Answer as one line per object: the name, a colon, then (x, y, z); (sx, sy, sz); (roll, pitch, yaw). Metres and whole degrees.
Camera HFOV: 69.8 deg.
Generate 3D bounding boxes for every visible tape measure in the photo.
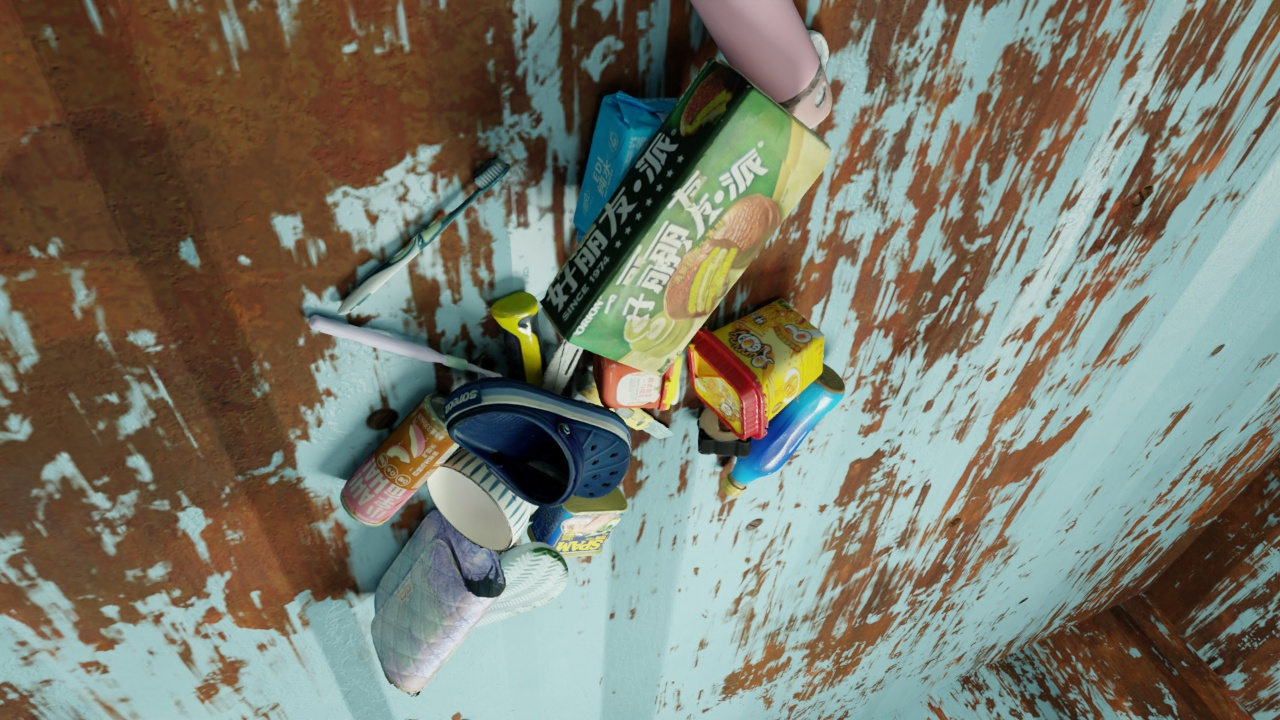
tape measure: (0.102, 0.084, 1.114); (0.066, 0.065, 0.034); (3, 136, 1)

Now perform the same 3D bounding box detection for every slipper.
slipper: (-0.181, 0.267, 1.118); (0.104, 0.074, 0.246); (28, 135, -36)
slipper: (-0.088, 0.091, 0.900); (0.105, 0.095, 0.252); (-24, 147, 24)

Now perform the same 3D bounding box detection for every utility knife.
utility knife: (-0.016, 0.056, 1.048); (0.031, 0.021, 0.198); (-34, 148, 15)

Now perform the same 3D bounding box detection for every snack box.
snack box: (0.034, -0.105, 0.730); (0.114, 0.063, 0.240); (22, 113, -44)
snack box: (-0.006, 0.005, 0.939); (0.080, 0.082, 0.091); (-8, 140, -13)

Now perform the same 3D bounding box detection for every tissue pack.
tissue pack: (0.000, -0.153, 0.762); (0.089, 0.063, 0.140); (-7, 131, -31)

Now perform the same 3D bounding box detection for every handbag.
handbag: (-0.237, 0.270, 1.043); (0.075, 0.134, 0.194); (9, 127, -42)

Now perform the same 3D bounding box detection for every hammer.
hammer: (-0.106, 0.049, 0.960); (0.126, 0.032, 0.324); (-20, 142, -14)

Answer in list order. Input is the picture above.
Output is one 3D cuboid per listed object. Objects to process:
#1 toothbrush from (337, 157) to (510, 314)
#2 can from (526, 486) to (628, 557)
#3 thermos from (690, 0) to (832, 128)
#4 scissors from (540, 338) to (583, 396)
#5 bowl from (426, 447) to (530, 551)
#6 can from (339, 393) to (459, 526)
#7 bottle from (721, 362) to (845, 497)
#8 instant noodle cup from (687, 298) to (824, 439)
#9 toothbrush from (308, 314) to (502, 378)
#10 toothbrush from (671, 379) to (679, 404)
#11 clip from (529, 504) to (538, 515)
toothbrush: (-0.180, -0.100, 0.747); (0.192, 0.016, 0.018); (-39, 133, 10)
can: (-0.076, 0.194, 1.129); (0.102, 0.057, 0.083); (4, 130, -38)
thermos: (0.098, -0.262, 0.713); (0.198, 0.067, 0.087); (38, 78, -51)
scissors: (-0.038, -0.047, 0.879); (0.197, 0.015, 0.206); (-29, 139, -18)
bowl: (-0.160, 0.136, 0.963); (0.066, 0.116, 0.117); (-46, 157, -38)
can: (-0.232, 0.099, 0.908); (0.147, 0.058, 0.058); (-45, 141, 18)
bottle: (0.174, 0.096, 1.178); (0.065, 0.065, 0.219); (7, 129, -40)
instant noodle cup: (0.131, 0.004, 1.012); (0.123, 0.116, 0.116); (-32, 145, -17)
toothbrush: (-0.207, -0.006, 0.820); (0.189, 0.021, 0.029); (21, 165, -38)
toothbrush: (0.035, -0.007, 1.000); (0.016, 0.018, 0.192); (-20, 142, -12)
clip: (-0.121, 0.156, 1.032); (0.026, 0.041, 0.058); (7, 131, -40)
